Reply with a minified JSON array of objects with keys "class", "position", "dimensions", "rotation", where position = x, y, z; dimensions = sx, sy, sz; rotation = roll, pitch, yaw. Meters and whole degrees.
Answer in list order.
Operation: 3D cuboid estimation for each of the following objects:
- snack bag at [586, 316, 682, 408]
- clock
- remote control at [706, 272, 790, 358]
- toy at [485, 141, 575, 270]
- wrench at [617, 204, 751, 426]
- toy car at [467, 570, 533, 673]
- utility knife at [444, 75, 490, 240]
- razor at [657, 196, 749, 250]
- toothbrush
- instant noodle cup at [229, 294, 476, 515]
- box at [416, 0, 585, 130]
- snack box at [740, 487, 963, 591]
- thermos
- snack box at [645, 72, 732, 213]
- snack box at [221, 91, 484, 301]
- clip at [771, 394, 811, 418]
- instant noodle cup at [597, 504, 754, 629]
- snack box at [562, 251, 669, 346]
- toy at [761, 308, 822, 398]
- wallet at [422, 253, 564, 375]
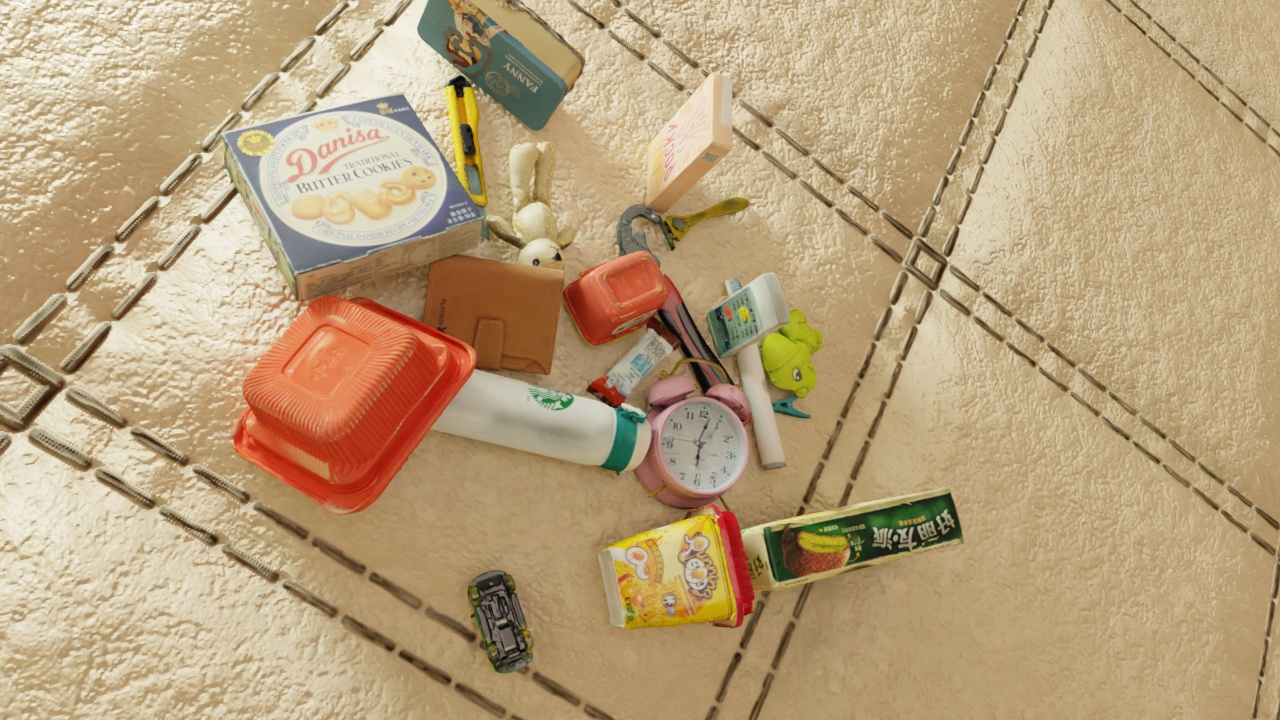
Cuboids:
[{"class":"snack bag","position":[-0.006,0.006,0.951],"dimensions":[0.048,0.026,0.104],"rotation":[41,84,-16]},{"class":"clock","position":[0.057,0.074,0.951],"dimensions":[0.117,0.060,0.158],"rotation":[12,71,-17]},{"class":"remote control","position":[0.112,-0.046,0.972],"dimensions":[0.019,0.135,0.056],"rotation":[-11,80,-25]},{"class":"toy","position":[-0.106,-0.149,0.947],"dimensions":[0.105,0.066,0.157],"rotation":[3,80,-41]},{"class":"wrench","position":[0.046,-0.046,1.008],"dimensions":[0.056,0.016,0.273],"rotation":[-26,87,-12]},{"class":"toy car","position":[-0.129,0.237,0.835],"dimensions":[0.043,0.036,0.091],"rotation":[-14,82,-26]},{"class":"utility knife","position":[-0.178,-0.215,0.963],"dimensions":[0.033,0.015,0.190],"rotation":[-6,77,-23]},{"class":"razor","position":[0.079,-0.167,1.059],"dimensions":[0.132,0.028,0.043],"rotation":[-23,81,-30]},{"class":"toothbrush","position":[0.124,0.013,1.022],"dimensions":[0.026,0.026,0.221],"rotation":[-15,78,12]},{"class":"instant noodle cup","position":[-0.255,0.022,0.787],"dimensions":[0.165,0.079,0.188],"rotation":[22,64,22]},{"class":"box","position":[-0.142,-0.328,0.973],"dimensions":[0.184,0.090,0.063],"rotation":[39,56,-7]},{"class":"snack box","position":[0.205,0.186,0.955],"dimensions":[0.239,0.115,0.063],"rotation":[-7,78,-26]},{"class":"thermos","position":[-0.098,0.055,0.885],"dimensions":[0.224,0.073,0.073],"rotation":[15,69,-19]},{"class":"snack box","position":[0.050,-0.230,0.989],"dimensions":[0.026,0.158,0.084],"rotation":[11,69,-23]},{"class":"snack box","position":[-0.270,-0.159,0.860],"dimensions":[0.177,0.046,0.182],"rotation":[-23,67,-28]},{"class":"clip","position":[0.168,0.051,1.037],"dimensions":[0.055,0.013,0.034],"rotation":[-5,75,-25]},{"class":"instant noodle cup","position":[0.030,0.206,0.880],"dimensions":[0.123,0.116,0.116],"rotation":[-9,78,-14]},{"class":"snack box","position":[-0.023,-0.069,0.951],"dimensions":[0.091,0.080,0.082],"rotation":[-26,85,-28]},{"class":"toy","position":[0.171,-0.010,1.047],"dimensions":[0.096,0.031,0.099],"rotation":[48,59,3]},{"class":"wallet","position":[-0.145,-0.045,0.896],"dimensions":[0.131,0.031,0.108],"rotation":[8,94,-13]}]
